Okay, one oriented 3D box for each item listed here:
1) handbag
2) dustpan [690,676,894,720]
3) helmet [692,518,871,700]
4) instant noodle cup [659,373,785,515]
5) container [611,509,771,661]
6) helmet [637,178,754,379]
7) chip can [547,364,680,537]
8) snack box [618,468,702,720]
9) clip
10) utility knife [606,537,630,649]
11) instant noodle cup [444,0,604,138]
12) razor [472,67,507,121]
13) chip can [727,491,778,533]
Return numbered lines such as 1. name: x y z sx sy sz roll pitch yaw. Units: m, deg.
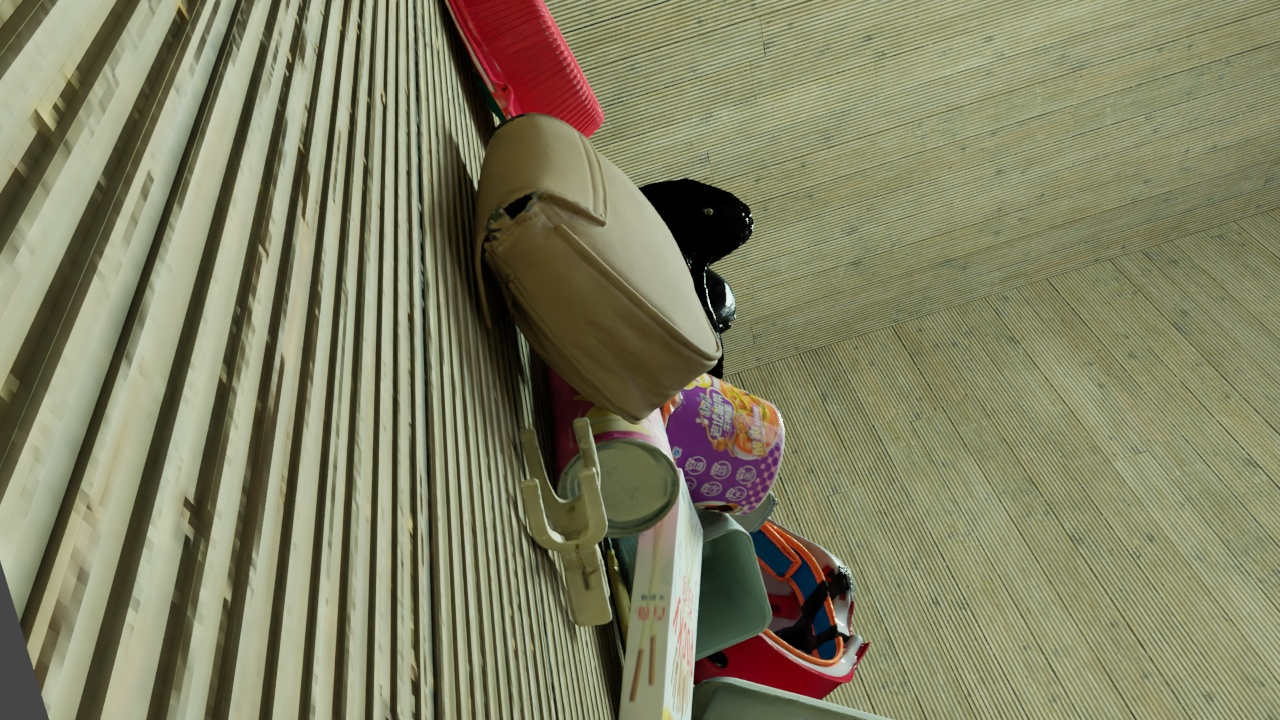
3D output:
1. handbag: -0.035 -0.054 0.520 0.148 0.100 0.204 43 15 -25
2. dustpan: 0.131 0.330 0.661 0.142 0.258 0.223 -38 113 -64
3. helmet: 0.090 0.238 0.841 0.207 0.144 0.239 34 20 -6
4. instant noodle cup: 0.039 0.058 0.644 0.111 0.099 0.111 -162 -89 -74
5. container: 0.030 0.153 0.691 0.111 0.090 0.090 -134 -154 -68
6. helmet: 0.027 -0.097 1.185 0.234 0.230 0.274 86 -3 -63
7. chip can: -0.026 0.020 0.592 0.210 0.071 0.071 -105 177 -60
8. snack box: 0.015 0.152 0.552 0.085 0.027 0.156 71 20 -51
9. clip: -0.031 0.080 0.417 0.092 0.035 0.103 -144 -136 -85
10. utility knife: -0.011 0.175 0.616 0.031 0.020 0.196 82 -11 -53
11. instant noodle cup: -0.088 -0.241 0.751 0.194 0.066 0.193 60 6 -11
12. razor: -0.110 -0.182 0.768 0.043 0.028 0.132 -74 145 -82
13. chip can: 0.029 0.069 0.828 0.216 0.073 0.073 48 -14 34
